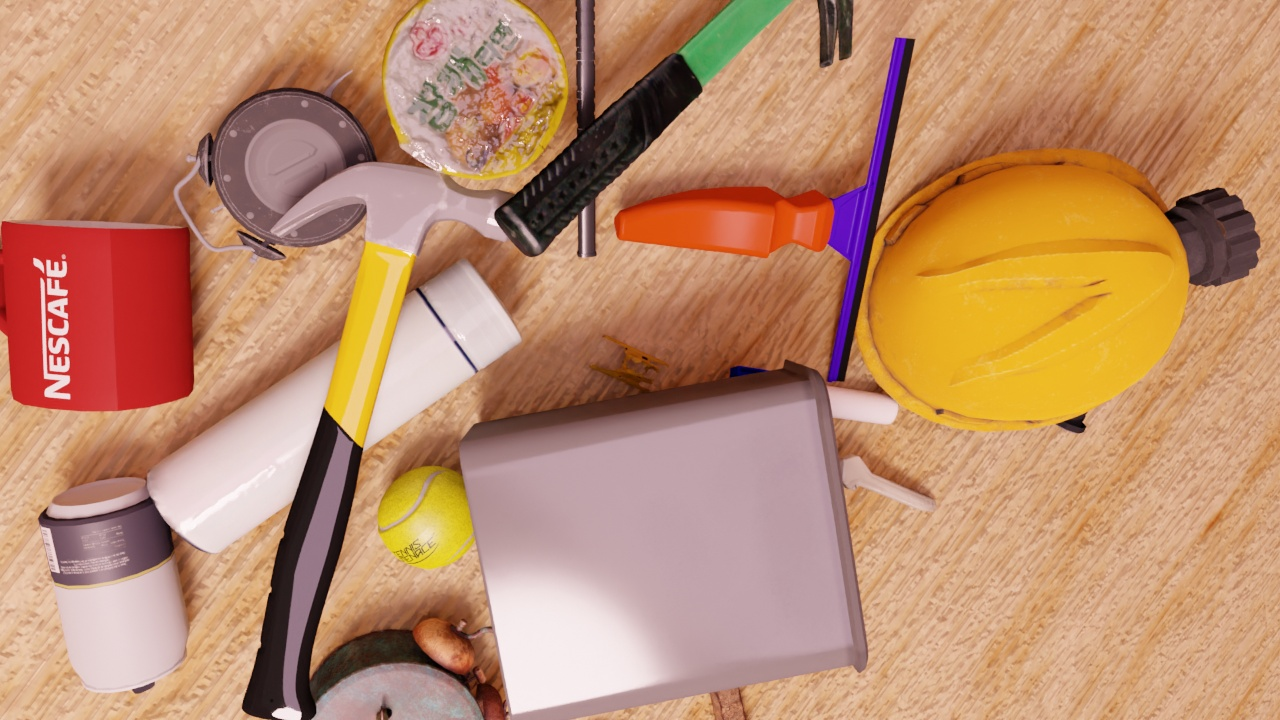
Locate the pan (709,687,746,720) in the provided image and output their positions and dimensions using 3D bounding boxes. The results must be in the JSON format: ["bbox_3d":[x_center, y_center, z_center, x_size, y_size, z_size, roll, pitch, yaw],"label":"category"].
[{"bbox_3d":[0.054,0.204,0.691,0.207,0.040,0.357,-18,104,-13],"label":"pan"}]

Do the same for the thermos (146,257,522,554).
[{"bbox_3d":[-0.183,0.025,0.567,0.230,0.068,0.068,-36,108,-8],"label":"thermos"}]

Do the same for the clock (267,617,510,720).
[{"bbox_3d":[-0.151,0.239,0.614,0.157,0.073,0.121,-27,107,-12],"label":"clock"}]

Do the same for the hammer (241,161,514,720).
[{"bbox_3d":[-0.170,0.044,0.522,0.127,0.029,0.323,15,89,-10],"label":"hammer"}]

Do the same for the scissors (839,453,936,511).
[{"bbox_3d":[0.160,0.108,0.695,0.179,0.015,0.199,-12,103,-30],"label":"scissors"}]

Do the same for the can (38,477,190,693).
[{"bbox_3d":[-0.311,0.138,0.549,0.064,0.064,0.127,-8,103,-16],"label":"can"}]

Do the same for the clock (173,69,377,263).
[{"bbox_3d":[-0.208,-0.111,0.544,0.122,0.044,0.091,-30,108,-10],"label":"clock"}]

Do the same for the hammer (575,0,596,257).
[{"bbox_3d":[-0.040,-0.218,0.552,0.095,0.015,0.325,-5,116,-13],"label":"hammer"}]

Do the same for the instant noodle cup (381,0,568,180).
[{"bbox_3d":[-0.103,-0.154,0.533,0.102,0.108,0.102,-3,101,-17],"label":"instant noodle cup"}]

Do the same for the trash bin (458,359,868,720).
[{"bbox_3d":[0.014,0.114,0.587,0.220,0.097,0.192,-10,95,-2],"label":"trash bin"}]

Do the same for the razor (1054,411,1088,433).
[{"bbox_3d":[0.326,-0.023,0.723,0.060,0.057,0.156,-1,103,25],"label":"razor"}]

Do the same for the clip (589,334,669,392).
[{"bbox_3d":[-0.003,0.002,0.632,0.054,0.048,0.046,26,51,-19],"label":"clip"}]

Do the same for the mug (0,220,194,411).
[{"bbox_3d":[-0.314,-0.028,0.513,0.116,0.080,0.096,5,100,11],"label":"mug"}]

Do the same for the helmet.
[{"bbox_3d":[0.285,-0.048,0.630,0.255,0.131,0.205,-18,94,1],"label":"helmet"}]

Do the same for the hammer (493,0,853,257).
[{"bbox_3d":[0.029,-0.177,0.567,0.318,0.032,0.130,-48,114,-22],"label":"hammer"}]

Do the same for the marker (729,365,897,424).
[{"bbox_3d":[0.129,0.027,0.686,0.133,0.023,0.027,8,77,-18],"label":"marker"}]

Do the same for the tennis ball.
[{"bbox_3d":[-0.136,0.101,0.595,0.065,0.065,0.065,-3,101,-17],"label":"tennis ball"}]

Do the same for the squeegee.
[{"bbox_3d":[0.073,-0.095,0.628,0.184,0.055,0.250,-4,119,-16],"label":"squeegee"}]
